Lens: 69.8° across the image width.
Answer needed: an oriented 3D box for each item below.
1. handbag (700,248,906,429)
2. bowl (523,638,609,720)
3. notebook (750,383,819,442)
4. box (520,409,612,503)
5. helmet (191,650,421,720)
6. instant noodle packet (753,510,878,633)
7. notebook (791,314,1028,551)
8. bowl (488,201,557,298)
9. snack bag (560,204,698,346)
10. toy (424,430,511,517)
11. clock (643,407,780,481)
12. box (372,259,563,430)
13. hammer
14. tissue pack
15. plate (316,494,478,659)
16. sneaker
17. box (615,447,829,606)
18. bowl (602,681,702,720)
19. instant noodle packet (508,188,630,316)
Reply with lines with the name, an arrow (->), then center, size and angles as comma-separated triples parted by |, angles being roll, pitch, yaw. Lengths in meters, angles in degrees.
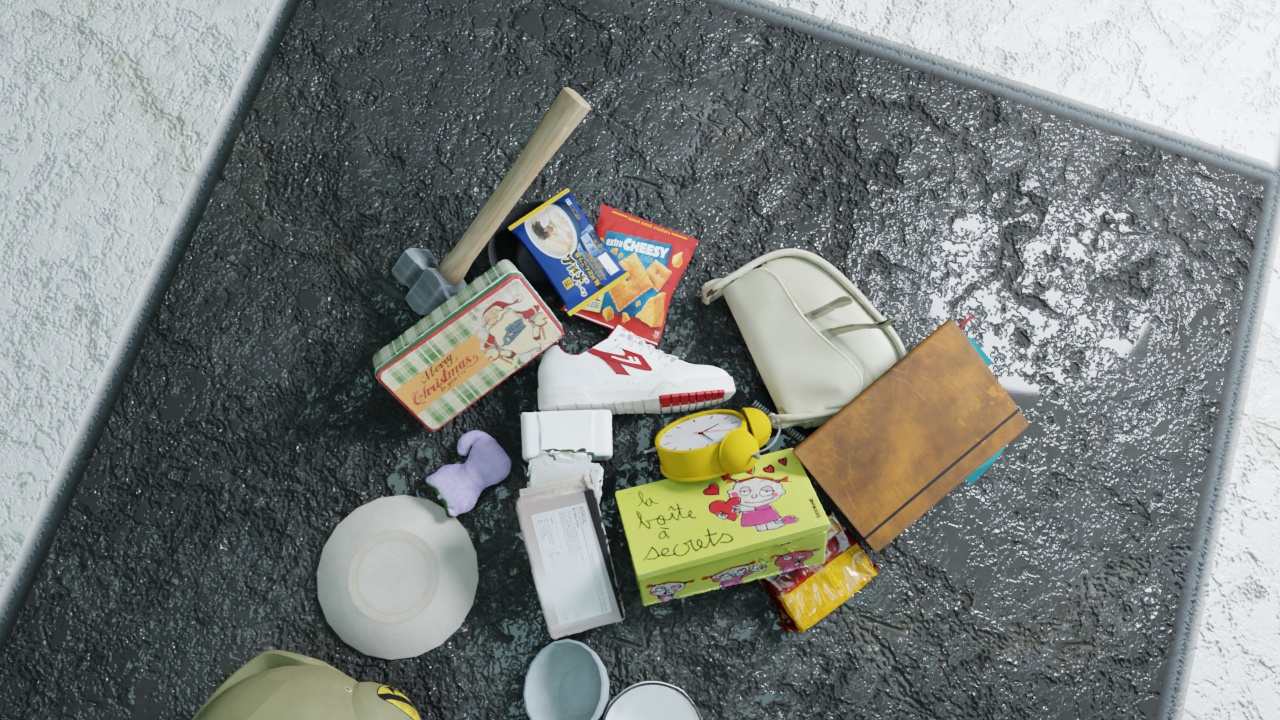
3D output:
handbag -> 0.199, -0.032, 1.090 | 0.184, 0.132, 0.229 | -26, 78, -2
bowl -> -0.078, 0.373, 1.040 | 0.106, 0.039, 0.106 | -13, 63, 26
notebook -> 0.262, 0.059, 1.140 | 0.206, 0.016, 0.149 | 37, 79, 5
box -> -0.084, 0.126, 1.071 | 0.110, 0.103, 0.130 | -4, 81, -4
helmet -> -0.344, 0.412, 0.915 | 0.233, 0.256, 0.250 | 41, 79, 2
instant noodle packet -> 0.203, 0.250, 1.088 | 0.135, 0.040, 0.098 | -34, 81, -10
notebook -> 0.323, 0.089, 1.054 | 0.249, 0.014, 0.178 | -40, 103, 1
bowl -> -0.124, -0.130, 1.143 | 0.124, 0.052, 0.124 | 0, 79, -2
snack bag -> -0.013, -0.107, 1.149 | 0.131, 0.039, 0.144 | 21, 84, 2
toy -> -0.208, 0.133, 1.099 | 0.099, 0.036, 0.080 | -37, 72, -13
clock -> 0.087, 0.095, 1.066 | 0.152, 0.113, 0.052 | -8, 110, 26
box -> -0.200, -0.016, 1.077 | 0.205, 0.050, 0.118 | -35, 126, 0
hammer -> -0.168, -0.178, 1.075 | 0.117, 0.051, 0.323 | 47, 111, 17
tissue pack -> -0.086, 0.219, 1.049 | 0.104, 0.071, 0.181 | -14, 112, -2
plate -> -0.286, 0.252, 1.075 | 0.188, 0.027, 0.188 | 0, 79, -2
sneaker -> -0.007, 0.007, 1.109 | 0.236, 0.090, 0.104 | -4, 75, 2
box -> 0.090, 0.190, 1.050 | 0.221, 0.082, 0.124 | -10, 43, -5
bowl -> 0.012, 0.417, 1.034 | 0.116, 0.066, 0.116 | 0, 79, -2
instant noodle packet -> -0.086, -0.131, 1.104 | 0.087, 0.026, 0.134 | -35, 82, -5
